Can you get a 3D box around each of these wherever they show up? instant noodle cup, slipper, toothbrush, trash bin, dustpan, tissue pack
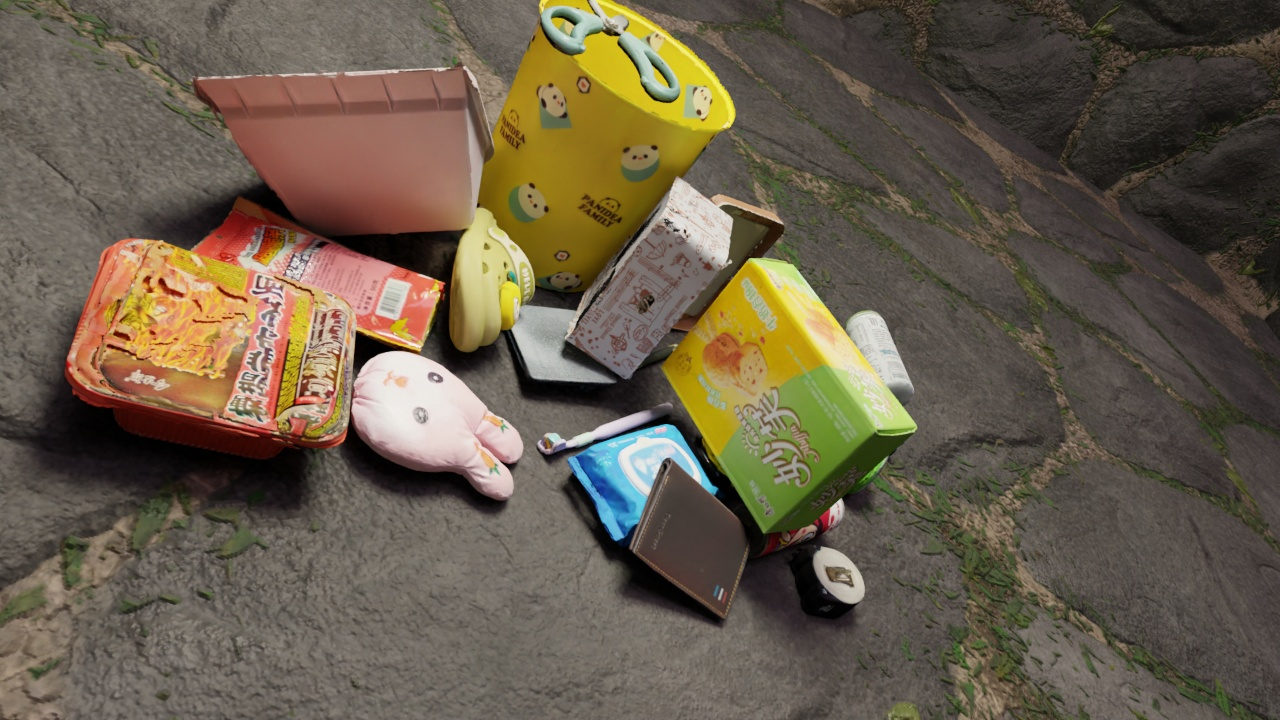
[{"bbox_3d":[-0.315,0.000,0.683,0.188,0.079,0.164,18,39,-27],"label":"instant noodle cup"},{"bbox_3d":[-0.145,-0.086,0.909,0.081,0.092,0.190,3,38,-9],"label":"slipper"},{"bbox_3d":[-0.027,0.064,0.912,0.188,0.029,0.021,-13,99,-50],"label":"toothbrush"},{"bbox_3d":[-0.060,-0.227,1.009,0.229,0.256,0.229,23,37,-19],"label":"trash bin"},{"bbox_3d":[-0.250,-0.217,0.854,0.222,0.274,0.138,-1,59,-4],"label":"dustpan"},{"bbox_3d":[-0.006,0.006,1.002,0.012,0.017,0.185,46,34,16],"label":"toothbrush"},{"bbox_3d":[0.010,0.111,0.859,0.156,0.052,0.095,-11,57,-47],"label":"tissue pack"}]

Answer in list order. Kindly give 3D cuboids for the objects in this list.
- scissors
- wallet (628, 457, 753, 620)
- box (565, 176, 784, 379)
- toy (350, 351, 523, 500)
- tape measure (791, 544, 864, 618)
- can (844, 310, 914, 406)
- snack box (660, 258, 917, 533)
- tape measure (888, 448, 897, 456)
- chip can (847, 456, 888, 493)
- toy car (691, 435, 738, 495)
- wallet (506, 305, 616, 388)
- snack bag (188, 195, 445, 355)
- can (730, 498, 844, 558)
[{"bbox_3d":[-0.017,-0.302,0.891,0.179,0.019,0.172,35,33,-1],"label":"scissors"},{"bbox_3d":[0.047,0.159,0.814,0.122,0.020,0.096,42,52,-26],"label":"wallet"},{"bbox_3d":[0.037,-0.095,0.980,0.124,0.179,0.273,46,27,10],"label":"box"},{"bbox_3d":[-0.168,0.054,0.775,0.159,0.054,0.121,32,32,-20],"label":"toy"},{"bbox_3d":[0.187,0.218,0.906,0.066,0.034,0.065,15,42,-28],"label":"tape measure"},{"bbox_3d":[0.324,-0.001,1.254,0.058,0.058,0.146,19,38,-24],"label":"can"},{"bbox_3d":[0.129,0.031,0.853,0.070,0.158,0.210,1,48,-44],"label":"snack box"},{"bbox_3d":[0.289,0.091,1.148,0.058,0.025,0.054,24,35,-24],"label":"tape measure"},{"bbox_3d":[0.180,0.061,1.047,0.221,0.073,0.072,39,35,2],"label":"chip can"},{"bbox_3d":[0.109,0.105,0.938,0.155,0.041,0.071,19,34,-54],"label":"toy car"},{"bbox_3d":[-0.086,-0.015,0.937,0.097,0.019,0.120,4,38,-30],"label":"wallet"},{"bbox_3d":[-0.281,-0.073,0.816,0.207,0.073,0.128,21,32,-13],"label":"snack bag"},{"bbox_3d":[0.147,0.159,0.922,0.132,0.053,0.053,-5,53,-44],"label":"can"}]
